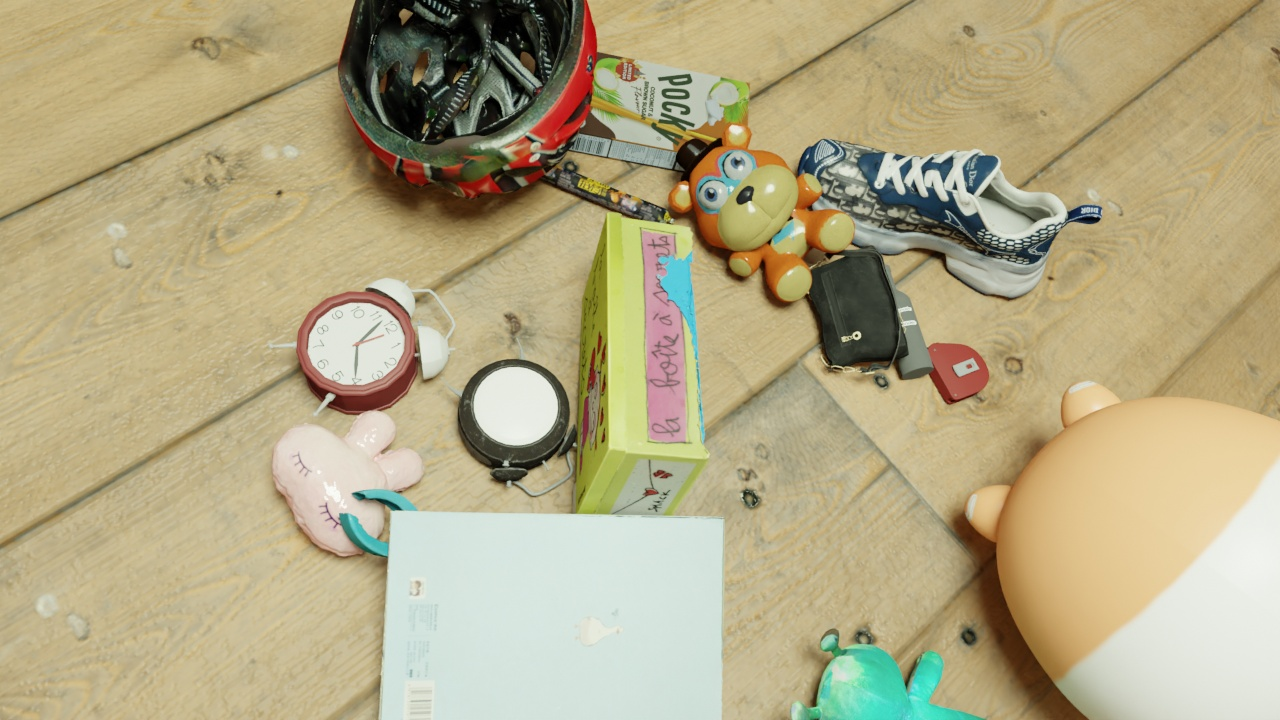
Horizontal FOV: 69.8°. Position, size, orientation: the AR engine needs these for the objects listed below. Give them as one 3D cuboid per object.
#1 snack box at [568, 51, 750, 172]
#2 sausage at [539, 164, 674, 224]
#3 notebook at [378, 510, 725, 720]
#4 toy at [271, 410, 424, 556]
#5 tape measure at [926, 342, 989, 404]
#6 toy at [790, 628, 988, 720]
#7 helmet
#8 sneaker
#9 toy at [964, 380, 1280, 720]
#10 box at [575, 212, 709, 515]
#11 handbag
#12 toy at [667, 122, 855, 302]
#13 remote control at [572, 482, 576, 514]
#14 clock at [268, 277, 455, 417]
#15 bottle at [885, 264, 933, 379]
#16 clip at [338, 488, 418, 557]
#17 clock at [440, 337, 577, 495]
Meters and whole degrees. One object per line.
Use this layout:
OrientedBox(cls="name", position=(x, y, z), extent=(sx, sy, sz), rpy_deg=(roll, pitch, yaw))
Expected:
OrientedBox(cls="snack box", position=(0.013, -0.243, 0.906), extent=(0.186, 0.032, 0.100), rpy_deg=(9, 65, -8))
OrientedBox(cls="sausage", position=(-0.040, -0.159, 0.865), extent=(0.155, 0.020, 0.020), rpy_deg=(22, 64, -2))
OrientedBox(cls="notebook", position=(-0.059, 0.204, 0.675), extent=(0.253, 0.009, 0.181), rpy_deg=(4, 82, -14))
OrientedBox(cls="toy", position=(-0.222, 0.087, 0.703), extent=(0.104, 0.053, 0.108), rpy_deg=(-37, 87, -36))
OrientedBox(cls="tape measure", position=(0.299, 0.006, 0.865), extent=(0.051, 0.019, 0.059), rpy_deg=(-19, 72, -19))
OrientedBox(cls="toy", position=(0.202, 0.276, 0.703), extent=(0.193, 0.073, 0.130), rpy_deg=(29, 63, -9))
OrientedBox(cls="helmet", position=(-0.142, -0.247, 0.795), extent=(0.217, 0.167, 0.271), rpy_deg=(-8, 58, 6))
OrientedBox(cls="sneaker", position=(0.287, -0.160, 0.873), extent=(0.269, 0.133, 0.103), rpy_deg=(23, 66, 0))
OrientedBox(cls="toy", position=(0.406, 0.154, 0.699), extent=(0.281, 0.265, 0.263), rpy_deg=(43, 97, 28))
OrientedBox(cls="box", position=(-0.005, 0.004, 0.729), extent=(0.080, 0.125, 0.220), rpy_deg=(5, 58, -13))
OrientedBox(cls="handbag", position=(0.195, -0.047, 0.842), extent=(0.079, 0.054, 0.128), rpy_deg=(-18, 67, 14))
OrientedBox(cls="toy", position=(0.105, -0.140, 0.849), extent=(0.176, 0.096, 0.112), rpy_deg=(41, 97, 13))
OrientedBox(cls="remote control", position=(-0.022, 0.143, 0.732), extent=(0.060, 0.028, 0.114), rpy_deg=(-8, 69, -15))
OrientedBox(cls="clock", position=(-0.219, -0.012, 0.747), extent=(0.137, 0.048, 0.096), rpy_deg=(-32, 77, -21))
OrientedBox(cls="bottle", position=(0.245, -0.039, 0.867), extent=(0.030, 0.030, 0.113), rpy_deg=(-6, 68, -15))
OrientedBox(cls="clip", position=(-0.162, 0.127, 0.685), extent=(0.120, 0.027, 0.103), rpy_deg=(37, 60, -26))
OrientedBox(cls="clock", position=(-0.100, 0.047, 0.749), extent=(0.091, 0.044, 0.122), rpy_deg=(-29, 75, -22))
